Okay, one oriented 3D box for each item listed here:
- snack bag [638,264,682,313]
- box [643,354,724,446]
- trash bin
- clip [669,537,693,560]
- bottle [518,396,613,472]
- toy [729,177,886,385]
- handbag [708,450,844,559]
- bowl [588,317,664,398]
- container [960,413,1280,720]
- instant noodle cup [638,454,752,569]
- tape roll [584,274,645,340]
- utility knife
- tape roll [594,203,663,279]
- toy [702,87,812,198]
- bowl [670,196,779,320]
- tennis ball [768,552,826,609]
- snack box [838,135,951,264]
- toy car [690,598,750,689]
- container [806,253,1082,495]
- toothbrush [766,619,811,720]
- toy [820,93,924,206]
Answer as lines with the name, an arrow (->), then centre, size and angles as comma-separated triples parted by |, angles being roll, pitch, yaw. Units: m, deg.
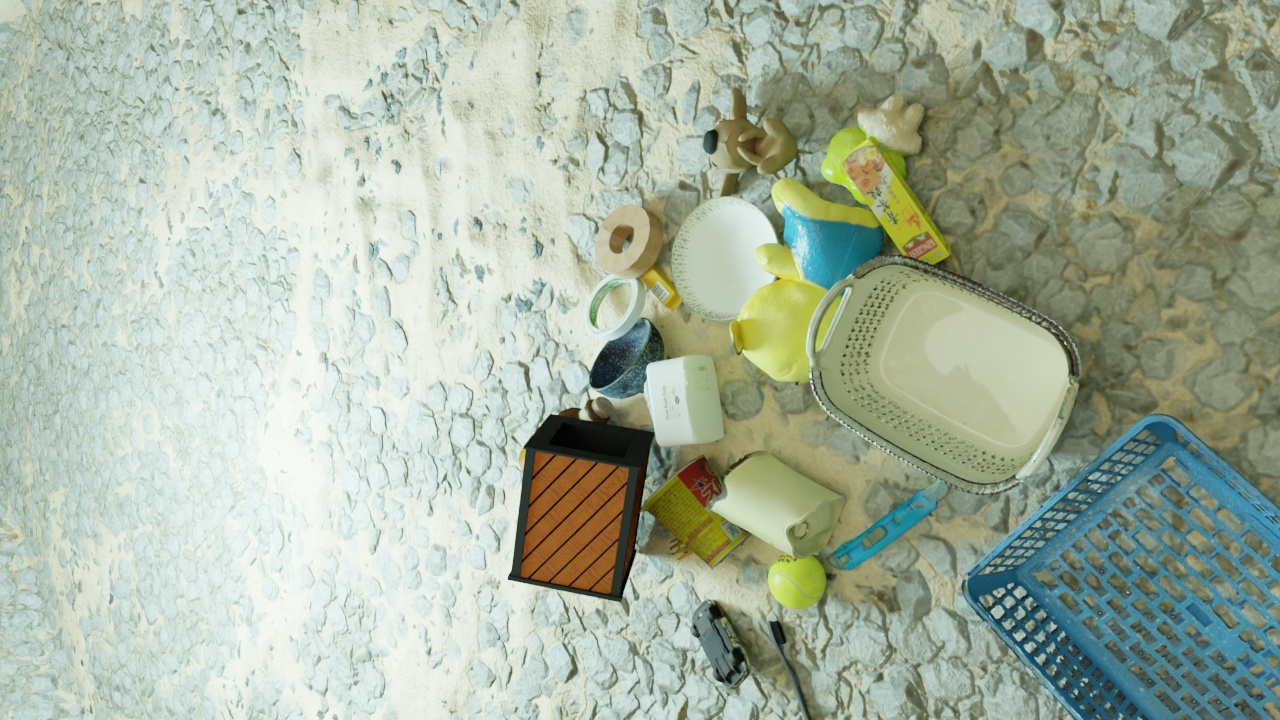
snack bag -> 0.020, -0.102, 1.180 | 0.099, 0.020, 0.026 | 49, 113, 25
box -> 0.039, 0.051, 1.122 | 0.095, 0.102, 0.107 | -7, 88, 26
trash bin -> -0.071, 0.179, 1.146 | 0.140, 0.139, 0.172 | 10, 104, 6
clip -> 0.057, 0.234, 1.158 | 0.047, 0.046, 0.054 | 40, 124, -22
bottle -> -0.095, 0.104, 1.245 | 0.157, 0.067, 0.068 | -43, 68, 30
toy -> 0.181, -0.073, 0.992 | 0.084, 0.149, 0.214 | -116, 45, -70
handbag -> 0.152, 0.164, 1.039 | 0.119, 0.111, 0.081 | 29, 109, 32
bowl -> -0.007, 0.007, 1.172 | 0.115, 0.060, 0.114 | -39, 27, 24
container -> 0.503, 0.252, 0.798 | 0.362, 0.089, 0.258 | 50, 119, 24
instant noodle cup -> 0.077, 0.187, 1.114 | 0.112, 0.100, 0.101 | 47, 118, 15
tape roll -> -0.034, -0.072, 1.199 | 0.094, 0.018, 0.093 | -23, 53, 34
utility knife -> 0.273, 0.183, 1.012 | 0.175, 0.015, 0.031 | -46, 71, 27
tape roll -> -0.016, -0.153, 1.182 | 0.094, 0.027, 0.094 | -16, 65, 37
toy -> 0.127, -0.245, 1.054 | 0.108, 0.105, 0.134 | 19, 107, 45
bowl -> 0.112, -0.118, 1.085 | 0.145, 0.063, 0.145 | 1, 92, 37
tennis ball -> 0.179, 0.252, 1.051 | 0.065, 0.065, 0.065 | 2, 93, 36
snack box -> 0.266, -0.162, 0.959 | 0.040, 0.028, 0.148 | -33, 95, 31
toy car -> 0.101, 0.349, 1.134 | 0.049, 0.040, 0.112 | -53, 45, 25
container -> 0.304, 0.008, 0.902 | 0.252, 0.143, 0.185 | 31, 111, 31
toothbrush -> 0.185, 0.389, 1.087 | 0.013, 0.012, 0.167 | -24, 78, 26
toy -> 0.255, -0.230, 0.987 | 0.092, 0.043, 0.118 | 41, 113, 20
